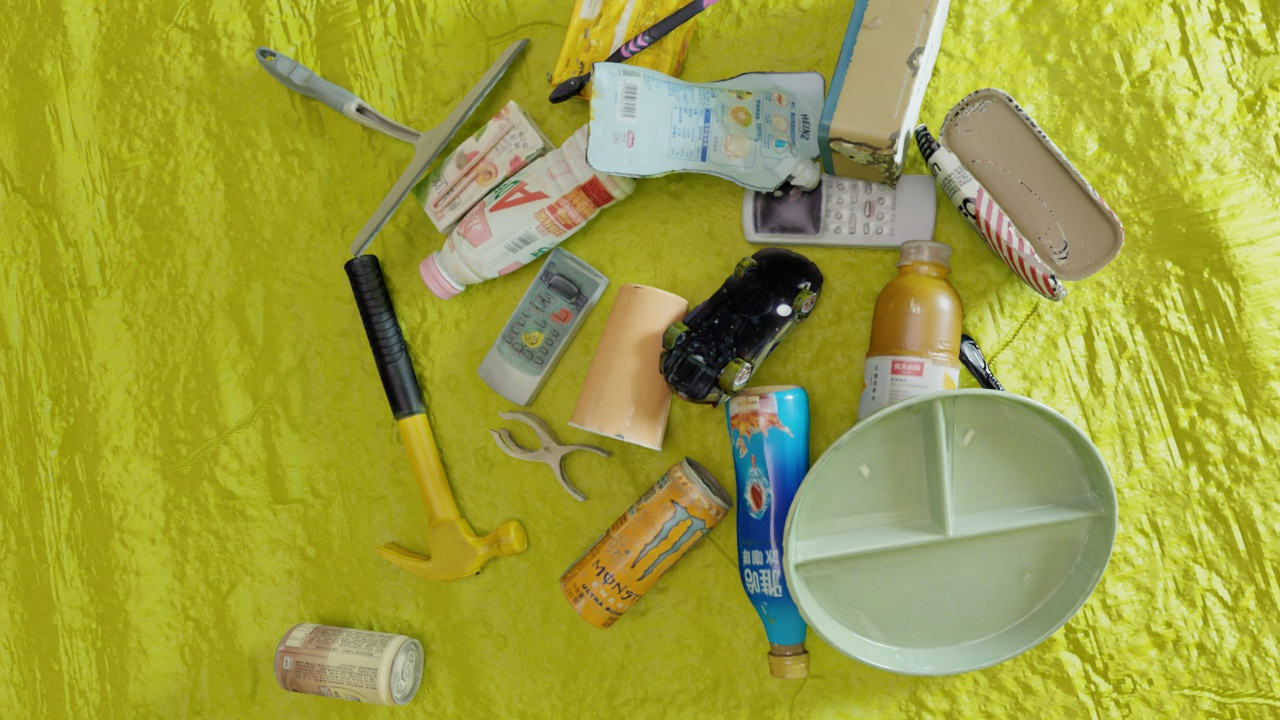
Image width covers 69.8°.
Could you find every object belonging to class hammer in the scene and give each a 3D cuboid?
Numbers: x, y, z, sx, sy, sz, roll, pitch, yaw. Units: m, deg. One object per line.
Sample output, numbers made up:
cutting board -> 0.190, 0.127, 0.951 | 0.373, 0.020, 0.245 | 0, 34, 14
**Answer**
hammer -> -0.203, 0.049, 0.808 | 0.129, 0.033, 0.300 | -22, 81, 12

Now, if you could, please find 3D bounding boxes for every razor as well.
razor -> 0.277, 0.040, 0.681 | 0.042, 0.022, 0.142 | -30, 75, -15

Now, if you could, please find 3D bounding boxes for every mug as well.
mug -> -0.004, 0.004, 0.737 | 0.078, 0.078, 0.122 | 14, 84, 16

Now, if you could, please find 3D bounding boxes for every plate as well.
plate -> 0.213, 0.122, 0.642 | 0.230, 0.027, 0.230 | 0, 112, 0

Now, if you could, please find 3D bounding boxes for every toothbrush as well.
toothbrush -> 0.006, -0.259, 0.735 | 0.189, 0.017, 0.014 | -30, 96, 9

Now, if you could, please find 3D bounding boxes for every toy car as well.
toy car -> 0.080, -0.028, 0.709 | 0.070, 0.042, 0.157 | 35, 66, 27

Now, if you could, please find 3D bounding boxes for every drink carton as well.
drink carton -> -0.137, -0.164, 0.796 | 0.123, 0.045, 0.053 | -38, 79, 11

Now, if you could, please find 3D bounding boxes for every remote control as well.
remote control -> 0.156, -0.119, 0.725 | 0.150, 0.021, 0.058 | 4, 87, 15
remote control -> -0.085, -0.028, 0.786 | 0.056, 0.019, 0.135 | 35, 96, 15

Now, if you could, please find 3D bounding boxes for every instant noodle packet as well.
instant noodle packet -> -0.009, -0.271, 0.768 | 0.111, 0.044, 0.128 | 21, 96, 7

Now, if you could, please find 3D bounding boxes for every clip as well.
clip -> -0.078, 0.076, 0.773 | 0.100, 0.034, 0.072 | 27, 93, 7

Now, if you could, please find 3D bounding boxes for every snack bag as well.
snack bag -> 0.054, -0.185, 0.718 | 0.191, 0.039, 0.110 | 4, 61, -6

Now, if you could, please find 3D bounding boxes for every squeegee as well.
squeegee -> -0.261, -0.232, 0.839 | 0.247, 0.039, 0.246 | 29, 77, 21

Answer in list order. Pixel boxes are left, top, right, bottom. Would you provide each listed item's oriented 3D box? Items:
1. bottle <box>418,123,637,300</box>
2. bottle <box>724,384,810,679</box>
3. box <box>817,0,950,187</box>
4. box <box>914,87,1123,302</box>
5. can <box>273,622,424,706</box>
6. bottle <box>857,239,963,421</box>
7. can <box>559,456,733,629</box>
bottle -> -0.099, -0.119, 0.774 | 0.197, 0.068, 0.068 | -32, 79, 14
bottle -> 0.105, 0.129, 0.699 | 0.065, 0.065, 0.218 | -6, 84, 15
box -> 0.186, -0.228, 0.683 | 0.062, 0.090, 0.184 | 13, 81, 18
box -> 0.274, -0.125, 0.665 | 0.086, 0.075, 0.162 | -40, 77, 12
can -> -0.252, 0.262, 0.793 | 0.116, 0.058, 0.058 | 2, 87, 16
bottle -> 0.201, 0.007, 0.680 | 0.068, 0.068, 0.189 | 7, 88, 16
can -> 0.004, 0.146, 0.730 | 0.146, 0.058, 0.058 | -45, 76, 8
